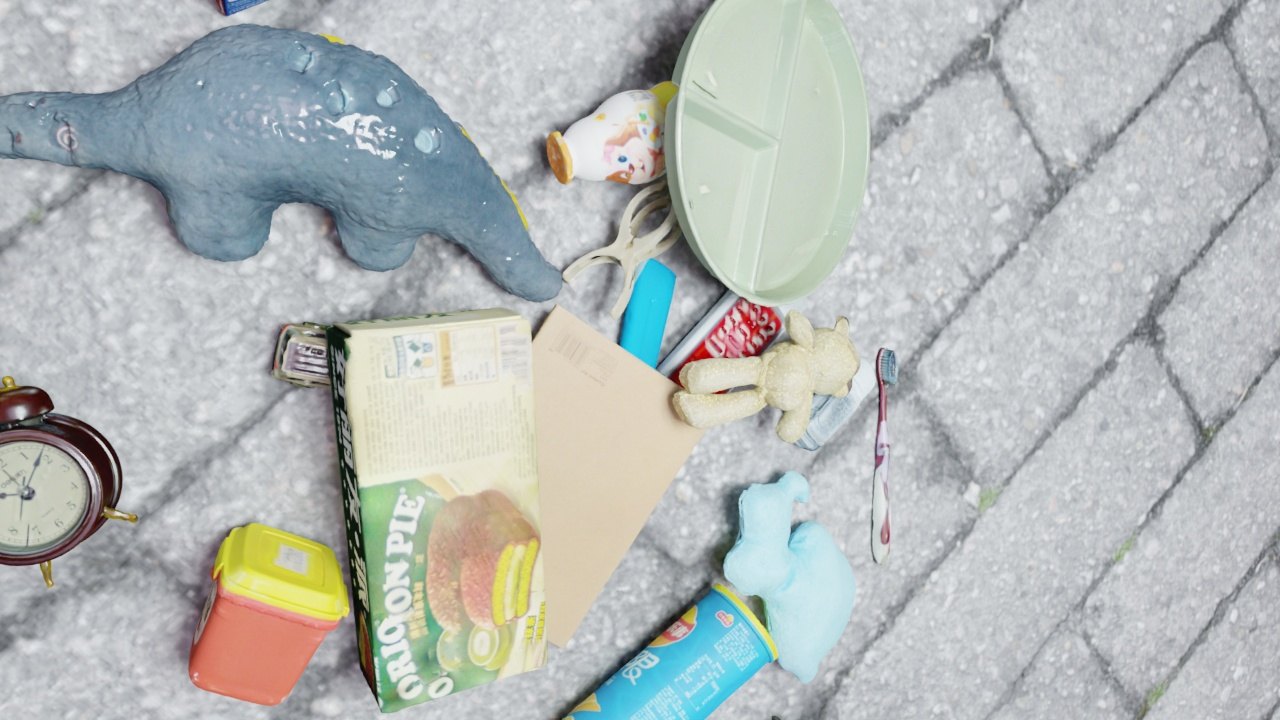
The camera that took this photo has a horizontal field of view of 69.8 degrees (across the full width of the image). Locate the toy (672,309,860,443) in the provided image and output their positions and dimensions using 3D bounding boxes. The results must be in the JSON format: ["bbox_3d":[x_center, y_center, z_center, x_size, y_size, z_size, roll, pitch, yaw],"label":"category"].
[{"bbox_3d":[0.096,0.011,0.676,0.157,0.066,0.105,-13,111,-29],"label":"toy"}]

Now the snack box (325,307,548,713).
[{"bbox_3d":[-0.126,0.090,0.581,0.114,0.063,0.240,-9,104,-28],"label":"snack box"}]

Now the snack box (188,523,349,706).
[{"bbox_3d":[-0.228,0.155,0.559,0.082,0.091,0.080,25,92,-23],"label":"snack box"}]

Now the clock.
[{"bbox_3d":[-0.349,0.063,0.514,0.082,0.055,0.122,-40,108,-14],"label":"clock"}]

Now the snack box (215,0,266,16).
[{"bbox_3d":[-0.167,-0.275,0.552,0.207,0.057,0.058,-30,104,-17],"label":"snack box"}]

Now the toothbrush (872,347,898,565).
[{"bbox_3d":[0.208,0.083,0.774,0.016,0.017,0.187,-3,97,-22],"label":"toothbrush"}]

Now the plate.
[{"bbox_3d":[0.095,-0.154,0.653,0.229,0.027,0.230,-11,105,-45],"label":"plate"}]

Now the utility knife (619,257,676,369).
[{"bbox_3d":[-0.004,0.004,0.675,0.034,0.018,0.161,11,94,-21],"label":"utility knife"}]

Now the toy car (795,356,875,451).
[{"bbox_3d":[0.155,0.033,0.738,0.090,0.034,0.043,-45,108,-14],"label":"toy car"}]

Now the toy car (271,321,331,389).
[{"bbox_3d":[-0.186,0.003,0.588,0.090,0.035,0.042,12,93,-27],"label":"toy car"}]

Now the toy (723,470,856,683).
[{"bbox_3d":[0.125,0.172,0.731,0.156,0.050,0.161,19,79,-33],"label":"toy"}]

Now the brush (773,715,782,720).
[{"bbox_3d":[0.164,0.353,0.759,0.145,0.069,0.063,32,84,-23],"label":"brush"}]

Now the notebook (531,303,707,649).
[{"bbox_3d":[-0.057,0.086,0.654,0.149,0.012,0.211,34,88,-22],"label":"notebook"}]

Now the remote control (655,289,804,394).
[{"bbox_3d":[0.069,-0.016,0.703,0.135,0.020,0.056,-47,110,-12],"label":"remote control"}]

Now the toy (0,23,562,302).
[{"bbox_3d":[-0.199,-0.123,0.546,0.356,0.091,0.138,10,119,-23],"label":"toy"}]

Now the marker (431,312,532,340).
[{"bbox_3d":[-0.090,-0.011,0.638,0.123,0.015,0.018,15,94,-26],"label":"marker"}]

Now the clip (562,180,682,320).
[{"bbox_3d":[-0.006,-0.081,0.647,0.070,0.034,0.100,37,87,15],"label":"clip"}]

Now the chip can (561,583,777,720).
[{"bbox_3d":[0.001,0.259,0.678,0.210,0.071,0.071,-37,109,-15],"label":"chip can"}]

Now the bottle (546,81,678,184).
[{"bbox_3d":[-0.009,-0.151,0.631,0.108,0.063,0.063,-20,103,-20],"label":"bottle"}]
